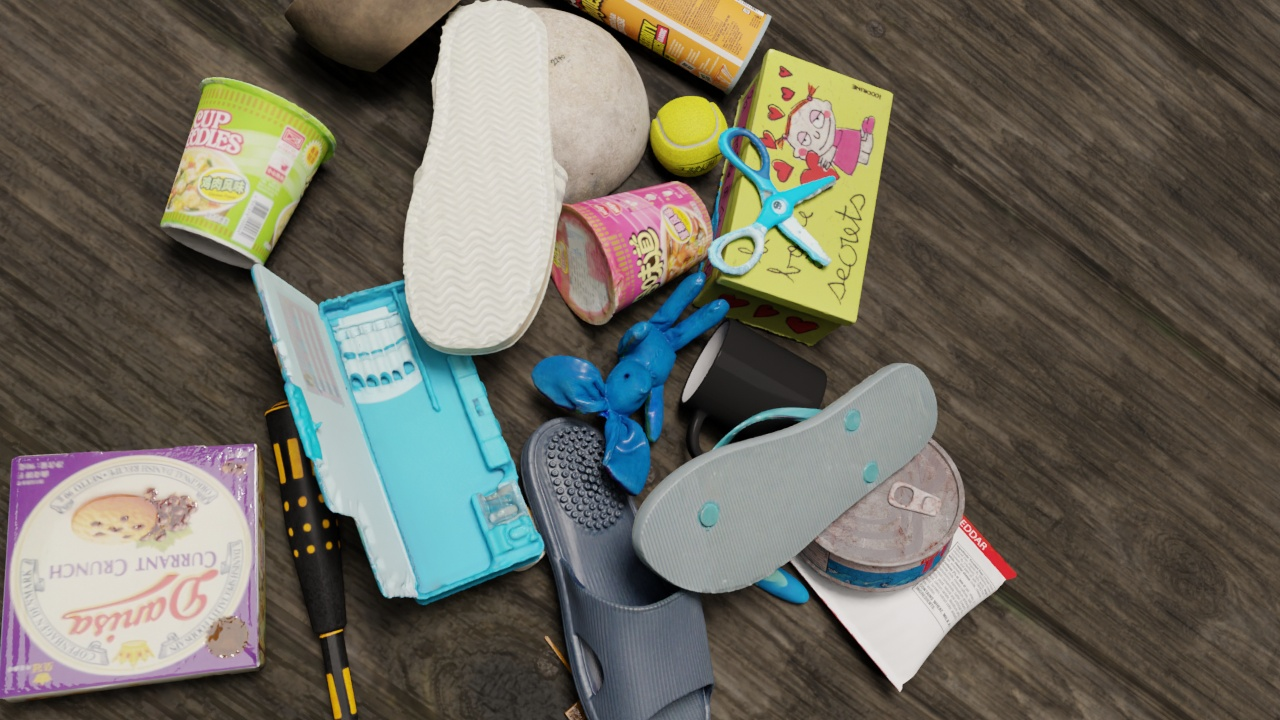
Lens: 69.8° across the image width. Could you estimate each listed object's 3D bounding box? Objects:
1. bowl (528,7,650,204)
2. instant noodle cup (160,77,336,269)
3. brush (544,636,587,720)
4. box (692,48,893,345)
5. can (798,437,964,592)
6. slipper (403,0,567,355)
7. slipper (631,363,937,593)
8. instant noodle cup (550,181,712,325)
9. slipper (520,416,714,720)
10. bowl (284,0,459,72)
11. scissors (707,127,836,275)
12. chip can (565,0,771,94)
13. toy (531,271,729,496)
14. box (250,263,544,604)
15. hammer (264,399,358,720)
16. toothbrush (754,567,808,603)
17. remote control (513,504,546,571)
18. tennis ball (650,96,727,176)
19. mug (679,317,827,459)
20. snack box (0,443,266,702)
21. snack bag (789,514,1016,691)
[{"bbox_3d":[-0.070,-0.220,0.744,0.178,0.081,0.178,5,71,-16],"label":"bowl"},{"bbox_3d":[-0.284,-0.128,0.652,0.099,0.099,0.107,20,77,-9],"label":"instant noodle cup"},{"bbox_3d":[-0.025,0.250,0.647,0.048,0.017,0.126,-36,86,-22],"label":"brush"},{"bbox_3d":[0.129,-0.135,0.773,0.124,0.083,0.220,19,68,-9],"label":"box"},{"bbox_3d":[0.176,0.108,0.701,0.130,0.044,0.129,-3,51,4],"label":"can"},{"bbox_3d":[-0.112,-0.135,0.664,0.114,0.054,0.272,2,76,4],"label":"slipper"},{"bbox_3d":[0.105,0.083,0.656,0.268,0.055,0.098,-23,102,-25],"label":"slipper"},{"bbox_3d":[-0.006,-0.092,0.721,0.108,0.098,0.097,-26,82,-29],"label":"instant noodle cup"},{"bbox_3d":[-0.003,0.154,0.638,0.101,0.083,0.263,-10,73,-39],"label":"slipper"},{"bbox_3d":[-0.184,-0.285,0.696,0.070,0.162,0.162,49,65,-25],"label":"bowl"},{"bbox_3d":[0.096,-0.124,0.714,0.134,0.011,0.139,-29,82,-18],"label":"scissors"},{"bbox_3d":[0.001,-0.317,0.795,0.215,0.075,0.075,28,68,-6],"label":"chip can"},{"bbox_3d":[-0.004,0.004,0.687,0.113,0.071,0.176,43,61,-12],"label":"toy"},{"bbox_3d":[-0.172,0.049,0.620,0.169,0.086,0.227,-3,63,-50],"label":"box"},{"bbox_3d":[-0.203,0.180,0.612,0.123,0.036,0.320,-10,79,-19],"label":"hammer"},{"bbox_3d":[0.073,0.150,0.708,0.135,0.017,0.022,33,67,-7],"label":"toothbrush"},{"bbox_3d":[-0.117,0.099,0.667,0.125,0.018,0.038,45,67,3],"label":"remote control"},{"bbox_3d":[0.041,-0.189,0.772,0.065,0.065,0.065,4,72,-15],"label":"tennis ball"},{"bbox_3d":[0.080,0.037,0.711,0.088,0.078,0.113,29,77,-6],"label":"mug"},{"bbox_3d":[-0.319,0.131,0.588,0.143,0.041,0.148,-3,74,-16],"label":"snack box"},{"bbox_3d":[0.209,0.161,0.726,0.143,0.039,0.131,-35,77,-22],"label":"snack bag"}]
